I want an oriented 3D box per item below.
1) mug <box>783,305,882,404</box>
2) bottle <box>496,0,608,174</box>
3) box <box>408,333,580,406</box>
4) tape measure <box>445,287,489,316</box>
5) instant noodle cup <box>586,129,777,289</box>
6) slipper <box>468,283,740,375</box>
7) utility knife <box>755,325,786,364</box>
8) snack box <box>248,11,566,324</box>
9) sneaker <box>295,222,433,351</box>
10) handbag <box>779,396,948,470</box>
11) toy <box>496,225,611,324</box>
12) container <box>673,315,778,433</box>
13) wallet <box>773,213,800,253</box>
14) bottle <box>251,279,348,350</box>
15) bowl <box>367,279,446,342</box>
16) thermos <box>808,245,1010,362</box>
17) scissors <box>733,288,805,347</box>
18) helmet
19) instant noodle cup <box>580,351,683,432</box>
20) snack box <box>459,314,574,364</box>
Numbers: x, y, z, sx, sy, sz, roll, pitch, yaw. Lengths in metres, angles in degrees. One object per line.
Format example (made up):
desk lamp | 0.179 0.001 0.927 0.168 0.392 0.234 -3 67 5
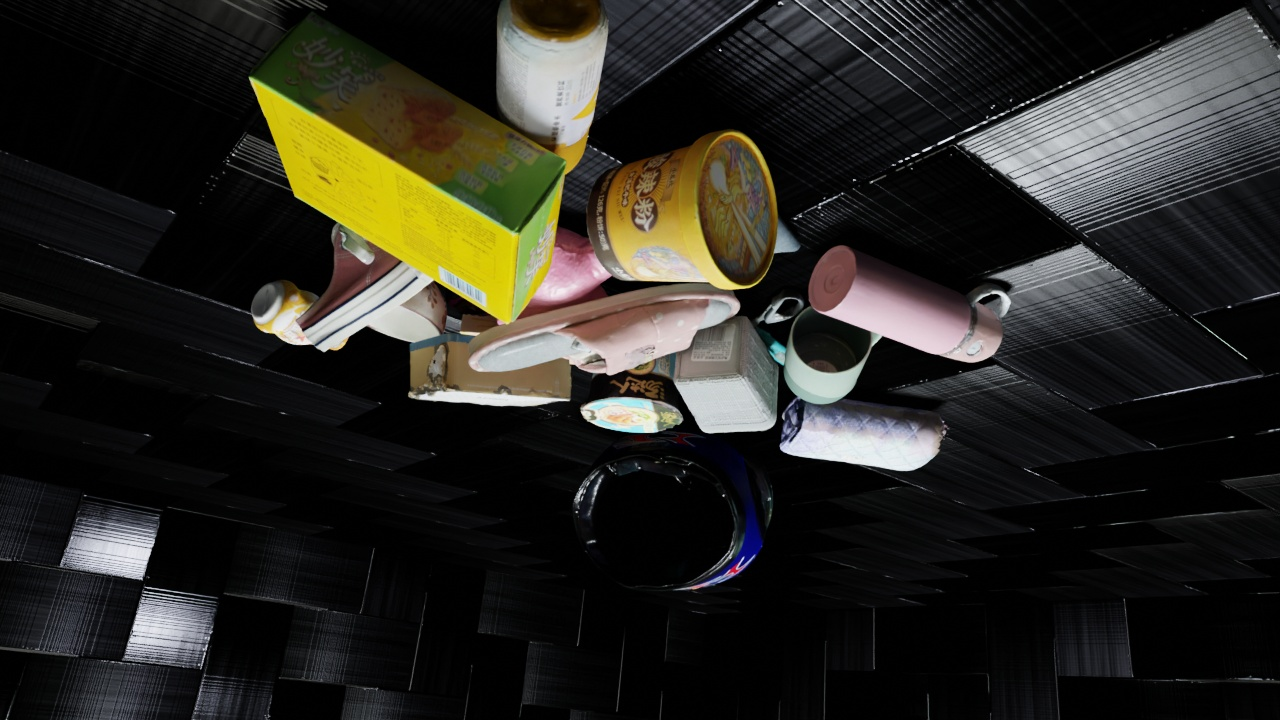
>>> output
mug | 0.209 -0.010 0.982 0.111 0.082 0.106 -26 158 -6
bottle | -0.065 -0.178 0.628 0.068 0.068 0.190 8 158 -6
box | -0.153 0.013 0.986 0.090 0.064 0.184 -9 170 42
tape measure | -0.176 -0.071 0.965 0.058 0.039 0.057 -9 155 33
instant noodle cup | 0.030 -0.113 0.718 0.115 0.118 0.118 0 159 37
slipper | -0.030 -0.020 0.893 0.274 0.054 0.114 -11 164 -13
utility knife | 0.174 -0.002 1.083 0.029 0.013 0.196 -14 150 36
snack box | -0.162 -0.132 0.668 0.210 0.069 0.158 31 158 3
sneaker | -0.232 -0.098 0.818 0.242 0.118 0.088 -30 110 24
handbag | 0.291 0.098 1.226 0.194 0.075 0.134 7 158 -4
toy | -0.101 -0.081 0.874 0.178 0.074 0.195 0 155 -4
container | 0.091 0.014 0.993 0.090 0.090 0.114 -5 150 21
wallet | 0.070 -0.116 0.822 0.121 0.019 0.097 -5 157 29
bottle | -0.385 -0.047 1.048 0.063 0.063 0.108 -8 155 31
bowl | -0.249 -0.069 0.947 0.113 0.062 0.113 16 162 5
thermos | 0.262 -0.056 0.870 0.198 0.067 0.087 16 127 -24
scissors | 0.113 -0.036 0.995 0.159 0.014 0.182 21 149 -25
helmet | 0.072 0.202 1.325 0.316 0.247 0.239 -14 180 39
instant noodle cup | -0.006 0.006 1.007 0.111 0.120 0.111 4 159 1
snack box | -0.127 -0.024 1.090 0.157 0.026 0.084 2 158 8
